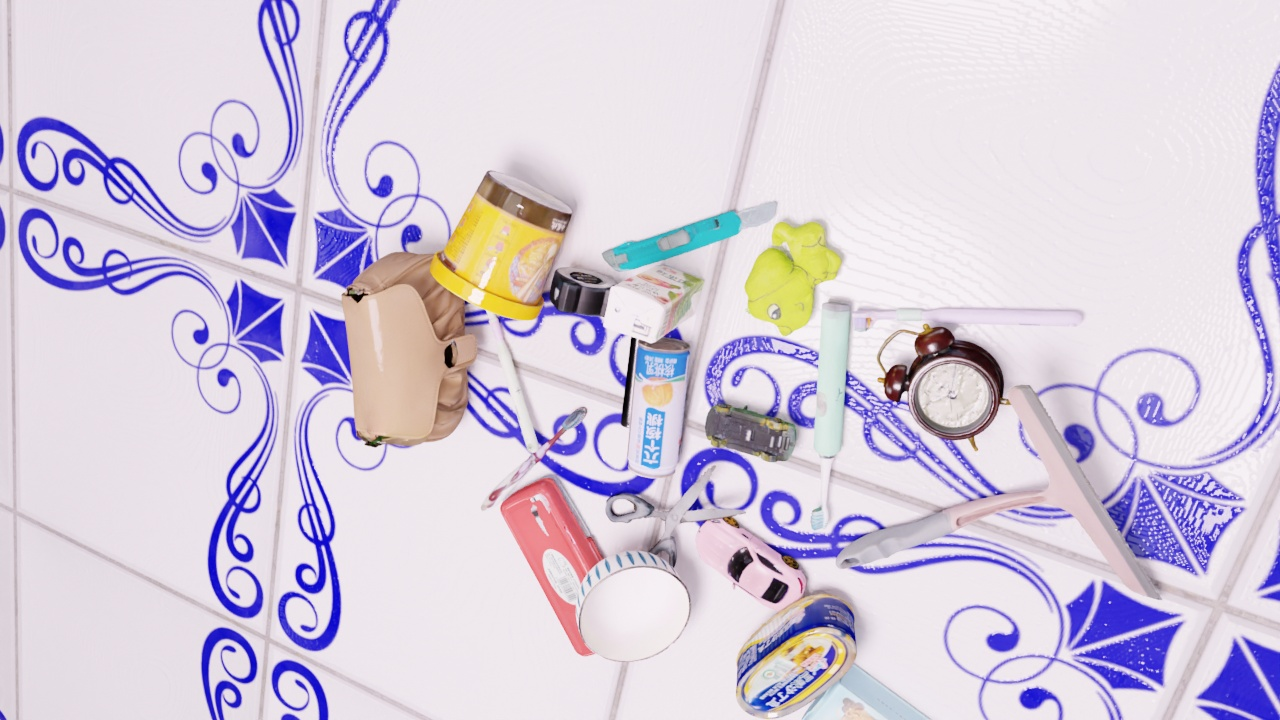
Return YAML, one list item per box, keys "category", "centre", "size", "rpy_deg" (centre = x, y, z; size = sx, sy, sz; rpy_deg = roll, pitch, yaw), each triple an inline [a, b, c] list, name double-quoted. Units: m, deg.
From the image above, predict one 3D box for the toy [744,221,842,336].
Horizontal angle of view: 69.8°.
- category: "toy"
  centre: [0.137, -0.077, 0.849]
  size: [0.100, 0.031, 0.096]
  rpy_deg: [-29, 90, 22]

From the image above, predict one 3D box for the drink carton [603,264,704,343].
- category: "drink carton"
  centre: [0.014, -0.053, 0.857]
  size: [0.053, 0.122, 0.046]
  rpy_deg: [21, 111, 15]

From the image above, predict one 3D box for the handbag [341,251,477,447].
- category: "handbag"
  centre: [-0.237, -0.008, 0.960]
  size: [0.100, 0.147, 0.205]
  rpy_deg: [7, 109, 23]

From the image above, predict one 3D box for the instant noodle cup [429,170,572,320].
- category: "instant noodle cup"
  centre: [-0.133, -0.117, 0.913]
  size: [0.118, 0.118, 0.114]
  rpy_deg: [30, 105, 14]

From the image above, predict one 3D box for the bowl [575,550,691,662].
- category: "bowl"
  centre: [-0.012, 0.244, 0.945]
  size: [0.116, 0.066, 0.116]
  rpy_deg: [-5, 112, -12]

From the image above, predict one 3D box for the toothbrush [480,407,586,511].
- category: "toothbrush"
  centre: [-0.121, 0.112, 1.012]
  size: [0.016, 0.017, 0.188]
  rpy_deg: [49, 115, 6]

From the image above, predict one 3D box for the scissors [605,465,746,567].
- category: "scissors"
  centre: [0.031, 0.164, 0.941]
  size: [0.178, 0.014, 0.159]
  rpy_deg: [15, 119, 32]

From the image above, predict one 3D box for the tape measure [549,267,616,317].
- category: "tape measure"
  centre: [-0.057, -0.068, 0.914]
  size: [0.065, 0.066, 0.034]
  rpy_deg: [8, 110, -21]

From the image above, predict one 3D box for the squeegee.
- category: "squeegee"
  centre: [0.288, 0.147, 0.833]
  size: [0.250, 0.040, 0.247]
  rpy_deg: [-25, 112, 33]

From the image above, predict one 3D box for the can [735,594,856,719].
- category: "can"
  centre: [0.152, 0.294, 0.908]
  size: [0.074, 0.049, 0.148]
  rpy_deg: [35, 118, -11]

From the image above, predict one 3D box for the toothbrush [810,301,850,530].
- category: "toothbrush"
  centre: [0.177, 0.055, 0.866]
  size: [0.026, 0.027, 0.225]
  rpy_deg: [23, 116, 57]

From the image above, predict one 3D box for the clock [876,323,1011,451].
- category: "clock"
  centre: [0.264, 0.019, 0.804]
  size: [0.122, 0.055, 0.082]
  rpy_deg: [39, 115, 7]

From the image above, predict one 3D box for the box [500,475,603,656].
- category: "box"
  centre: [-0.082, 0.228, 1.016]
  size: [0.087, 0.046, 0.201]
  rpy_deg: [-28, 91, 26]

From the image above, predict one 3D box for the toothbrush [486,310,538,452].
- category: "toothbrush"
  centre: [-0.144, 0.009, 0.990]
  size: [0.029, 0.020, 0.189]
  rpy_deg: [-18, 90, 30]

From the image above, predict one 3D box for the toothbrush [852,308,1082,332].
- category: "toothbrush"
  centre: [0.283, -0.036, 0.804]
  size: [0.189, 0.029, 0.021]
  rpy_deg: [0, 65, 22]

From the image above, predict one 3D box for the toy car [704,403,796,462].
- category: "toy car"
  centre: [0.108, 0.069, 0.893]
  size: [0.091, 0.036, 0.043]
  rpy_deg: [14, 109, 18]

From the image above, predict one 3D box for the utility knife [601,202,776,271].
- category: "utility knife"
  centre: [0.044, -0.119, 0.888]
  size: [0.187, 0.013, 0.029]
  rpy_deg: [-15, 96, 25]

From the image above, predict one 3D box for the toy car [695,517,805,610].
- category: "toy car"
  centre: [0.109, 0.206, 0.927]
  size: [0.122, 0.037, 0.056]
  rpy_deg: [33, 111, 14]

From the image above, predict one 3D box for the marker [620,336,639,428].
- category: "marker"
  centre: [-0.006, 0.005, 0.936]
  size: [0.022, 0.020, 0.132]
  rpy_deg: [7, 106, 6]

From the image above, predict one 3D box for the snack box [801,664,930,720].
- category: "snack box"
  centre: [0.250, 0.382, 0.899]
  size: [0.175, 0.051, 0.074]
  rpy_deg: [35, 112, 12]

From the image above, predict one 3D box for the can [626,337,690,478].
- category: "can"
  centre: [0.017, 0.047, 0.917]
  size: [0.053, 0.053, 0.135]
  rpy_deg: [11, 106, 20]
